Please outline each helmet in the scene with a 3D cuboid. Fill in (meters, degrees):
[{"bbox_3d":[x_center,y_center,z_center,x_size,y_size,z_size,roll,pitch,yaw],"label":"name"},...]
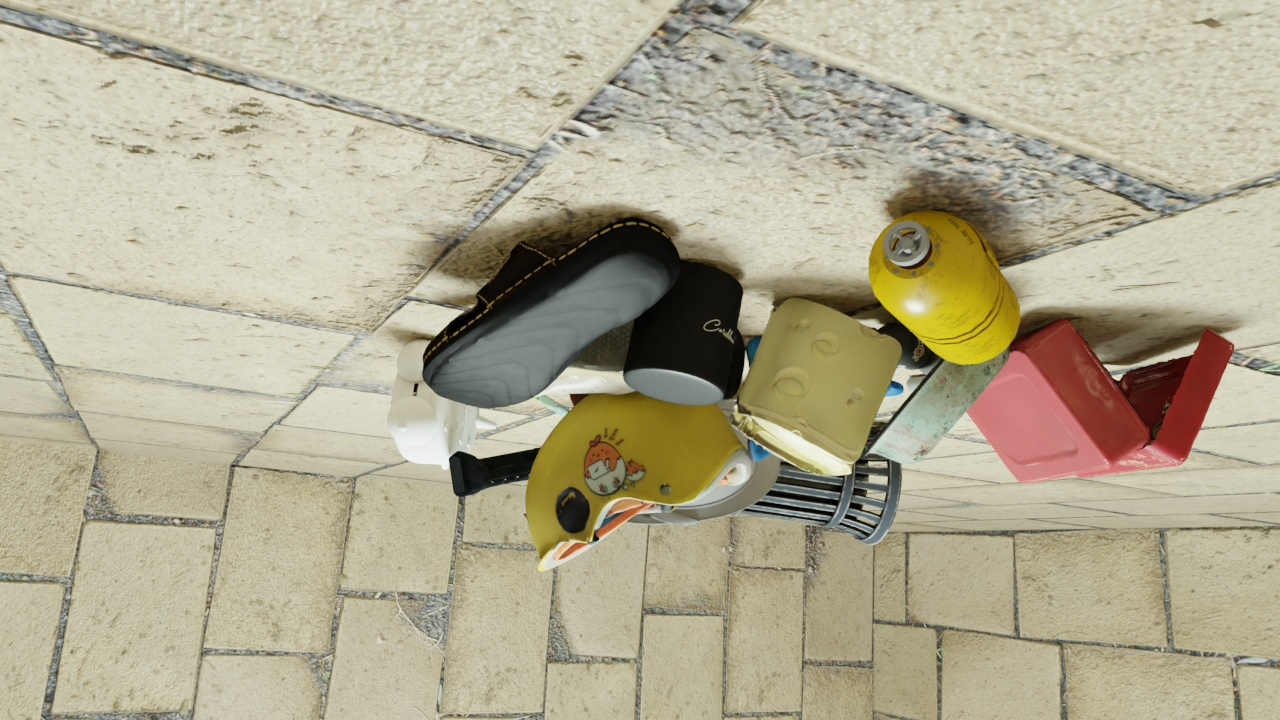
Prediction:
[{"bbox_3d":[-0.022,0.097,0.898,0.240,0.139,0.208,-28,169,21],"label":"helmet"},{"bbox_3d":[0.044,0.087,1.081,0.271,0.183,0.118,-6,134,-14],"label":"helmet"}]

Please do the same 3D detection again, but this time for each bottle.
[{"bbox_3d":[0.194,-0.050,0.592,0.071,0.071,0.163,-4,164,32],"label":"bottle"},{"bbox_3d":[0.234,-0.011,0.810,0.109,0.036,0.036,14,164,-36],"label":"bottle"}]

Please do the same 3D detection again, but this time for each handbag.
[{"bbox_3d":[0.141,0.024,0.753,0.111,0.119,0.081,28,165,-10],"label":"handbag"}]

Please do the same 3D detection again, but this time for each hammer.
[{"bbox_3d":[-0.108,0.121,1.111,0.025,0.118,0.332,-11,176,30],"label":"hammer"}]

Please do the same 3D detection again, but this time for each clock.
[{"bbox_3d":[-0.218,0.051,1.012,0.073,0.125,0.161,1,161,10],"label":"clock"}]

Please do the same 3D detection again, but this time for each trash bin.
[{"bbox_3d":[0.225,0.161,1.294,0.227,0.164,0.164,10,166,-8],"label":"trash bin"}]

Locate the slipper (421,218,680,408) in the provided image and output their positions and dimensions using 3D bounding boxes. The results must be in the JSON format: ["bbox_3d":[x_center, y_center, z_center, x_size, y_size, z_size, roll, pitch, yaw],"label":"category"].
[{"bbox_3d":[-0.076,-0.038,0.697,0.113,0.075,0.269,21,141,-36],"label":"slipper"}]

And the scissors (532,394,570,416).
[{"bbox_3d":[-0.128,0.038,1.062,0.174,0.022,0.171,19,168,40],"label":"scissors"}]

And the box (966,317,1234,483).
[{"bbox_3d":[0.376,0.028,0.808,0.168,0.153,0.157,26,166,-1],"label":"box"}]

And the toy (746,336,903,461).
[{"bbox_3d":[0.170,0.021,0.893,0.176,0.113,0.071,-14,-164,-17],"label":"toy"}]

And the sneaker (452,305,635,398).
[{"bbox_3d":[-0.064,-0.010,0.825,0.242,0.089,0.102,-4,174,18],"label":"sneaker"}]

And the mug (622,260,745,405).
[{"bbox_3d":[0.044,-0.012,0.711,0.078,0.087,0.113,-5,155,41],"label":"mug"}]

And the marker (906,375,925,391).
[{"bbox_3d":[0.341,0.018,0.948,0.016,0.016,0.141,16,162,-41],"label":"marker"}]

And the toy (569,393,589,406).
[{"bbox_3d":[-0.061,0.063,1.064,0.070,0.102,0.090,5,145,-3],"label":"toy"}]

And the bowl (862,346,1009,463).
[{"bbox_3d":[0.244,0.028,0.737,0.038,0.157,0.157,40,175,15],"label":"bowl"}]
